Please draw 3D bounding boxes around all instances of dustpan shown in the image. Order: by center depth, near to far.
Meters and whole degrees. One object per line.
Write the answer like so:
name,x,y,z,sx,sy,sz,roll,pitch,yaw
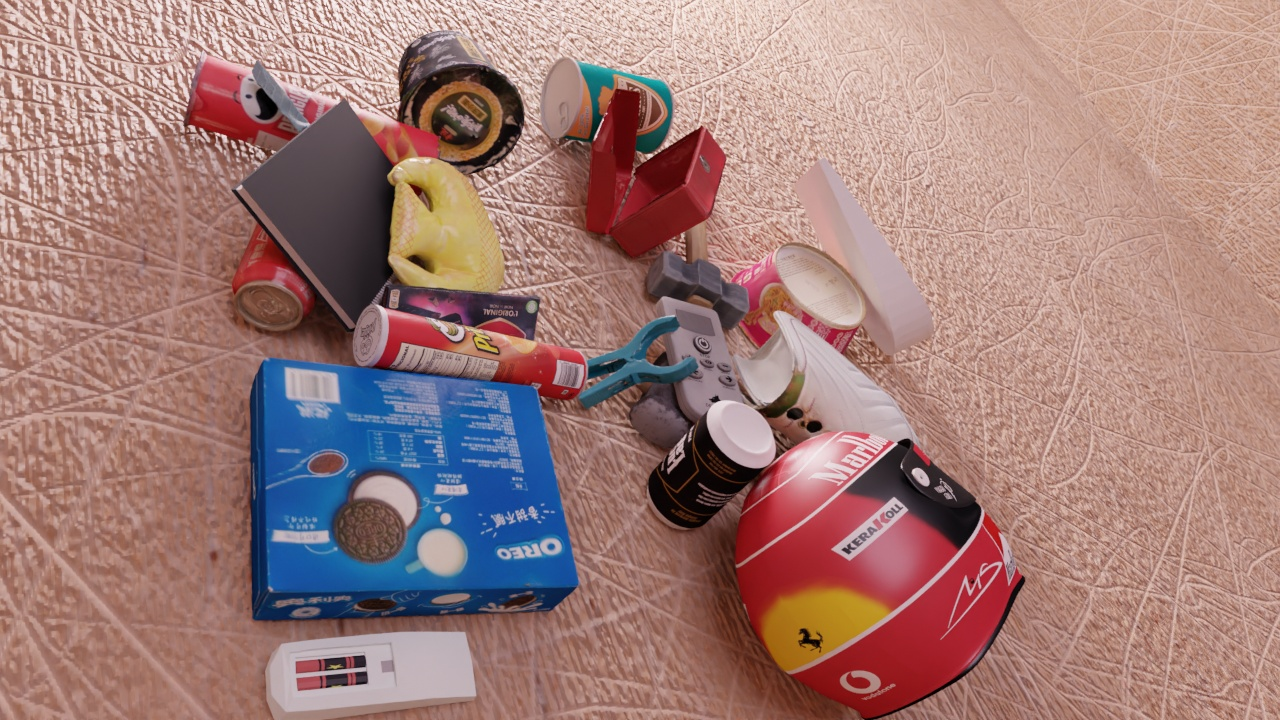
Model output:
dustpan,0.290,-0.134,1.177,0.191,0.053,0.257,-77,141,-88

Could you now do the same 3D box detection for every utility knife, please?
utility knife,-0.294,-0.189,0.882,0.225,0.015,0.031,55,45,-19

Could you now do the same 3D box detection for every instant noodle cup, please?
instant noodle cup,-0.209,-0.294,1.022,0.137,0.138,0.112,6,41,-32
instant noodle cup,0.204,-0.074,1.147,0.178,0.078,0.178,20,43,-20

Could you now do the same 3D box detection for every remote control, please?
remote control,-0.183,0.216,0.636,0.143,0.024,0.049,6,50,-32
remote control,0.063,0.001,0.935,0.074,0.019,0.150,13,48,-31

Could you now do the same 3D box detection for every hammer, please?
hammer,0.133,0.112,0.952,0.328,0.052,0.097,36,40,-8
hammer,0.070,-0.172,1.168,0.117,0.051,0.322,23,40,-19

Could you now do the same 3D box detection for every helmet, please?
helmet,0.200,0.172,0.823,0.224,0.198,0.270,53,38,10

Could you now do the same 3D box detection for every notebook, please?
notebook,-0.264,-0.136,0.827,0.149,0.016,0.206,57,24,-26

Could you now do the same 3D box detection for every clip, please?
clip,0.004,0.016,0.892,0.130,0.031,0.121,-40,59,-9

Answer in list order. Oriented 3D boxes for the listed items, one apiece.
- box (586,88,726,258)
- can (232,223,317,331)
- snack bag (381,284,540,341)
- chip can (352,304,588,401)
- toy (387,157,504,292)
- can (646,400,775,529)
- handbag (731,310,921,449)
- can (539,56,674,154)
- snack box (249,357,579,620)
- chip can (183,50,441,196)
box,0.021,-0.214,1.099,0.156,0.147,0.157,14,43,0
can,-0.307,-0.105,0.812,0.067,0.067,0.169,19,43,-21
snack bag,-0.166,-0.029,0.846,0.155,0.075,0.018,2,16,-34
chip can,-0.144,-0.003,0.819,0.214,0.052,0.051,13,46,-41
toy,-0.184,-0.116,0.894,0.154,0.065,0.170,23,55,-53
can,0.063,0.098,0.844,0.072,0.129,0.071,20,44,-20
handbag,0.197,0.055,0.979,0.198,0.096,0.141,36,23,-23
can,-0.043,-0.327,1.185,0.143,0.099,0.099,1,53,-35
snack box,-0.178,0.101,0.724,0.238,0.056,0.195,8,49,-32
chip can,-0.321,-0.230,0.915,0.232,0.073,0.073,15,46,-26
